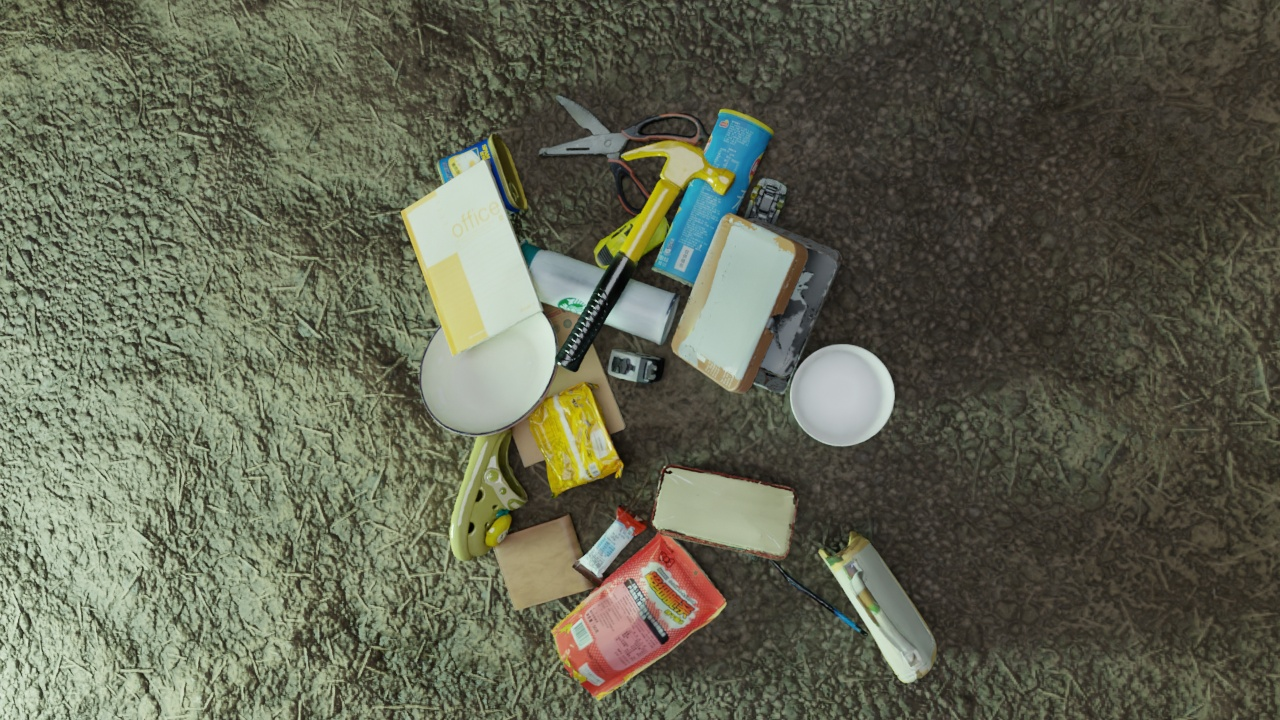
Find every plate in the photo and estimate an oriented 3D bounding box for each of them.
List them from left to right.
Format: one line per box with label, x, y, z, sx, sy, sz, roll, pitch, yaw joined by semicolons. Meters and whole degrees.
plate;-0.186;0.009;1.161;0.193;0.039;0.192;-8;66;17

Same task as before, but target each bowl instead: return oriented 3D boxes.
bowl;0.234;0.038;1.087;0.118;0.064;0.118;0;95;4

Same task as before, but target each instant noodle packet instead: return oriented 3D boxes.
instant noodle packet;-0.083;0.101;1.159;0.111;0.044;0.128;-22;82;18

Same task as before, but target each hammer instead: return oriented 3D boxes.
hammer;-0.016;-0.122;1.082;0.129;0.032;0.301;31;97;9

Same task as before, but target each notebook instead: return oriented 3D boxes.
notebook;-0.213;-0.127;1.146;0.146;0.010;0.206;-25;80;23
notebook;-0.122;0.017;1.193;0.148;0.008;0.207;-22;86;12

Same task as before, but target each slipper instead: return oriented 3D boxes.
slipper;-0.186;0.168;1.170;0.081;0.091;0.190;14;90;9

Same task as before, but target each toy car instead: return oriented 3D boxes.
toy car;-0.011;-0.149;1.147;0.105;0.032;0.048;-32;94;18
toy car;0.149;-0.176;1.118;0.043;0.036;0.091;23;104;8

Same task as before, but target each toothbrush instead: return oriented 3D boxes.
toothbrush;0.199;0.281;1.128;0.189;0.014;0.016;36;99;8

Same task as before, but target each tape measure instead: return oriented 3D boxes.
tape measure;-0.007;0.007;1.139;0.066;0.065;0.033;12;94;10

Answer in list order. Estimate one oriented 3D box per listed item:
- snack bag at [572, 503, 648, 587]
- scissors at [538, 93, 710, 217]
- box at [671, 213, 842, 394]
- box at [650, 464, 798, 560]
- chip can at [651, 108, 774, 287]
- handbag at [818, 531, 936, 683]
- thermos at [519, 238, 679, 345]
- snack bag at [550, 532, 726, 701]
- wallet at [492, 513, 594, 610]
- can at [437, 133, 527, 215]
snack bag;-0.038;0.235;1.167;0.048;0.026;0.104;36;89;10
scissors;-0.020;-0.270;1.163;0.189;0.015;0.225;-37;84;10
box;0.127;-0.064;1.043;0.150;0.166;0.182;23;107;9
box;0.101;0.184;1.104;0.168;0.078;0.091;10;77;12
chip can;0.087;-0.193;1.114;0.071;0.071;0.210;25;97;10
handbag;0.272;0.277;1.030;0.063;0.178;0.163;-33;83;5
thermos;-0.068;-0.085;1.143;0.224;0.073;0.073;20;95;8
snack bag;-0.007;0.321;1.150;0.208;0.073;0.128;-41;70;5
wallet;-0.128;0.263;1.194;0.115;0.020;0.101;-19;88;14
can;-0.204;-0.227;1.182;0.083;0.057;0.102;-20;86;14
